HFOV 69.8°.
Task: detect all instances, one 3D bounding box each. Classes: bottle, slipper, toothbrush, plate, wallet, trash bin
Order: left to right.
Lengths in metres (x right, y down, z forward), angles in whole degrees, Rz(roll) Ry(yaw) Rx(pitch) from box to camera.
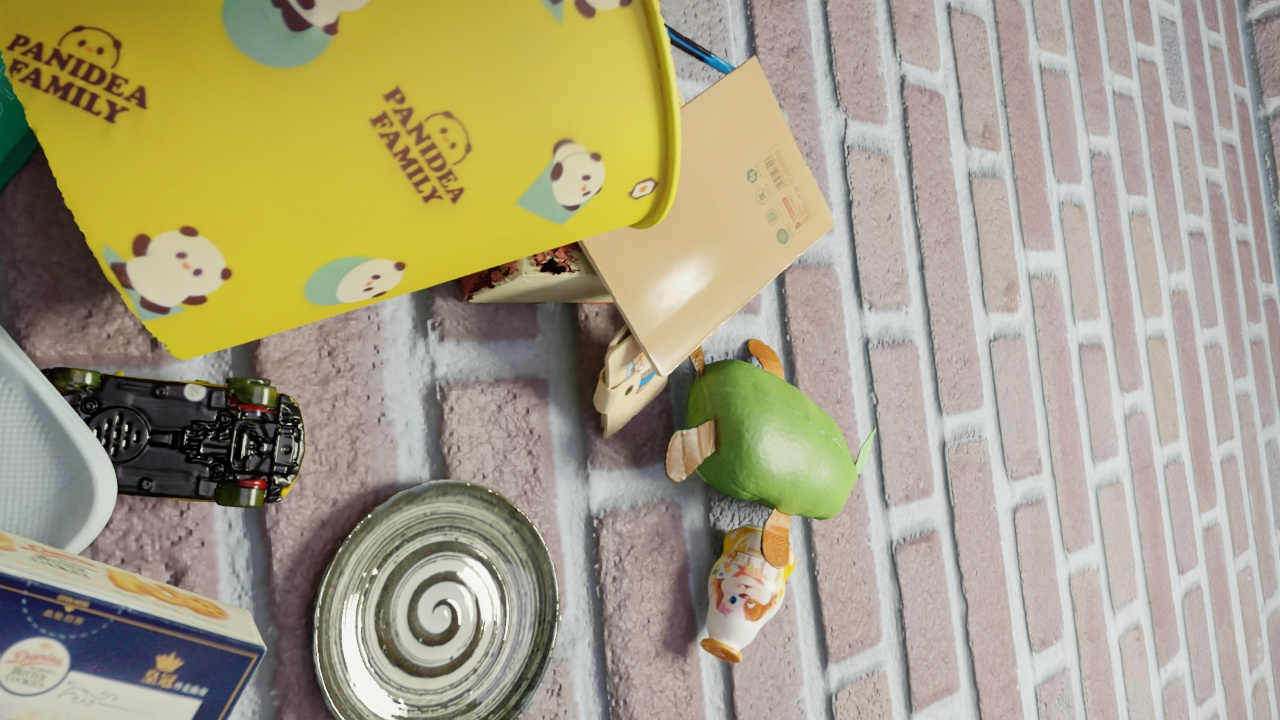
[{"bbox_3d":[-0.335,-0.002,0.396,0.104,0.074,0.245,-40,107,-16],"label":"slipper"},{"bbox_3d":[-0.145,-0.132,0.468,0.255,0.230,0.229,-24,101,-15],"label":"trash bin"},{"bbox_3d":[-0.130,0.169,0.602,0.179,0.024,0.179,8,78,-39],"label":"plate"},{"bbox_3d":[-0.004,0.004,0.687,0.024,0.115,0.087,33,59,16],"label":"wallet"},{"bbox_3d":[0.026,-0.288,0.808,0.189,0.014,0.016,15,51,-39],"label":"toothbrush"},{"bbox_3d":[0.085,0.192,0.757,0.063,0.063,0.108,43,58,-28],"label":"bottle"}]

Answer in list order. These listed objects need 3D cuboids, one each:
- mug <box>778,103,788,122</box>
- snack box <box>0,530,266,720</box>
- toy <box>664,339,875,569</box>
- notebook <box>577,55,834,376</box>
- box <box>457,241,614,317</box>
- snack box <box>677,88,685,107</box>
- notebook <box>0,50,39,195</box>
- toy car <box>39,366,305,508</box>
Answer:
[{"bbox_3d":[0.054,-0.149,0.742,0.083,0.124,0.103,50,55,1],"label":"mug"},{"bbox_3d":[-0.295,0.172,0.405,0.178,0.046,0.182,32,85,-33],"label":"snack box"},{"bbox_3d":[0.103,0.066,0.769,0.246,0.090,0.226,32,48,-35],"label":"toy"},{"bbox_3d":[0.049,-0.107,0.659,0.207,0.008,0.148,-41,112,-26],"label":"notebook"},{"bbox_3d":[-0.042,-0.072,0.664,0.168,0.092,0.076,-3,80,-41],"label":"box"},{"bbox_3d":[-0.025,-0.197,0.741,0.156,0.026,0.084,-39,108,-37],"label":"snack box"},{"bbox_3d":[-0.368,-0.156,0.450,0.150,0.012,0.208,38,61,-32],"label":"notebook"},{"bbox_3d":[-0.260,0.040,0.491,0.155,0.041,0.071,7,82,-26],"label":"toy car"}]
